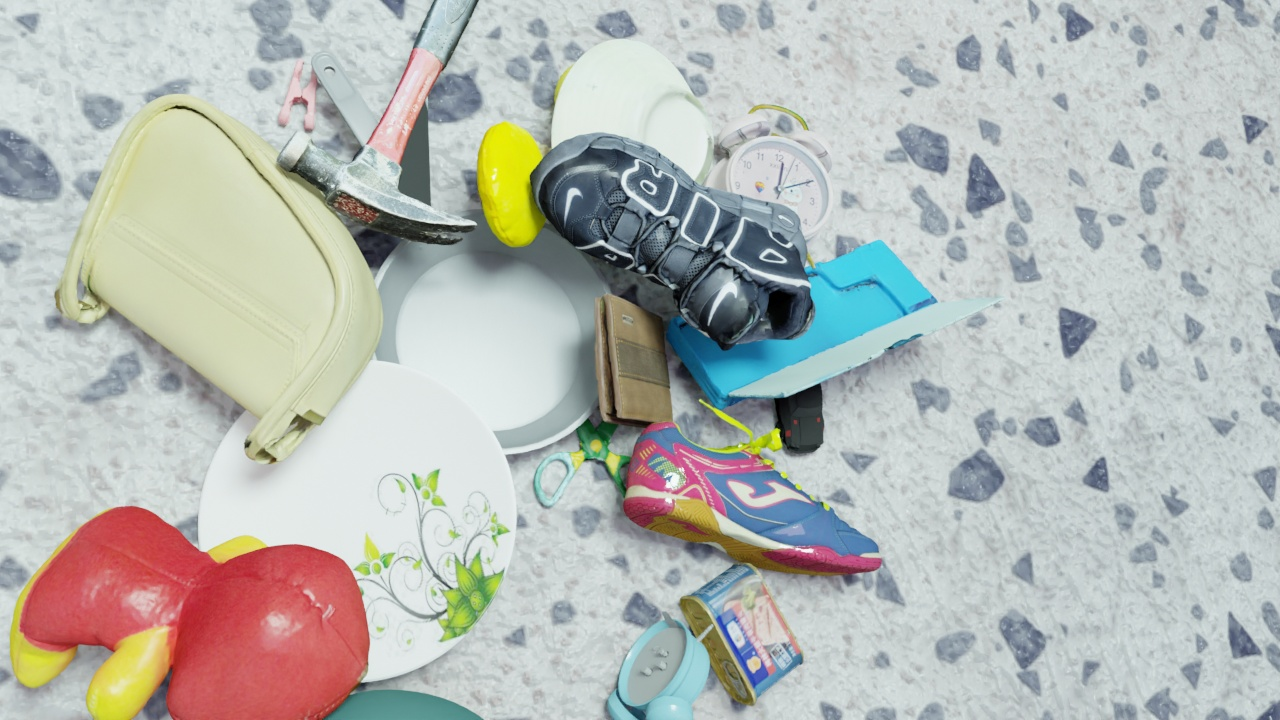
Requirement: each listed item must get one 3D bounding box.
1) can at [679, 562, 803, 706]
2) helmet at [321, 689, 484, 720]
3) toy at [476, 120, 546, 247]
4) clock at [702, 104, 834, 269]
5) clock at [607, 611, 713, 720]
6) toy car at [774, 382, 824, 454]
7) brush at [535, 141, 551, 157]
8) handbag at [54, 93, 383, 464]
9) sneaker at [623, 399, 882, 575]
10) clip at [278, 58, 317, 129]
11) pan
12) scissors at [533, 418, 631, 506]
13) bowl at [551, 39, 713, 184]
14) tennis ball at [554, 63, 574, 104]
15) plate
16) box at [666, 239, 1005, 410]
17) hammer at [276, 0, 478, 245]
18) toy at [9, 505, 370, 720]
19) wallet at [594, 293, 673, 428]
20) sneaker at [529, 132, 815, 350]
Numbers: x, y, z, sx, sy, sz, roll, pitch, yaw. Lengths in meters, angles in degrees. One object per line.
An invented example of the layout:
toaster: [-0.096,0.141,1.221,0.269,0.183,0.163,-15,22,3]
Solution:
can: [0.084,0.223,0.754,0.058,0.054,0.100,-28,89,-24]
helmet: [-0.132,0.334,0.574,0.199,0.177,0.275,-28,65,-37]
toy: [-0.098,-0.135,0.705,0.041,0.094,0.095,-4,107,17]
clock: [0.120,-0.163,0.840,0.116,0.059,0.157,15,70,-13]
clock: [0.009,0.255,0.705,0.042,0.088,0.122,42,57,-21]
toy car: [0.144,0.037,0.822,0.042,0.036,0.091,-4,80,-20]
brush: [-0.075,-0.157,0.785,0.117,0.039,0.049,21,72,-17]
handbag: [-0.285,-0.060,0.654,0.233,0.088,0.190,36,84,8]
sneaker: [0.103,0.113,0.753,0.241,0.117,0.091,22,62,-23]
clip: [-0.268,-0.212,0.740,0.044,0.023,0.060,32,72,-15]
pan: [-0.159,-0.088,0.735,0.200,0.051,0.356,-34,88,-22]
scissors: [-0.043,0.076,0.763,0.130,0.011,0.125,-29,85,-23]
bowl: [0.012,-0.180,0.767,0.176,0.058,0.177,-8,101,-43]
tennis ball: [-0.042,-0.227,0.797,0.065,0.065,0.065,4,78,-18]
plate: [-0.204,0.115,0.674,0.229,0.030,0.229,0,83,0]
box: [0.167,-0.020,0.795,0.243,0.171,0.070,-22,124,-23]
hammer: [-0.161,-0.232,0.730,0.140,0.037,0.325,32,52,-28]
toy: [-0.274,0.162,0.576,0.216,0.099,0.147,12,46,9]
wallet: [-0.004,0.004,0.745,0.027,0.121,0.098,-8,80,22]
sneaker: [0.035,-0.073,0.699,0.252,0.097,0.150,15,37,-28]
